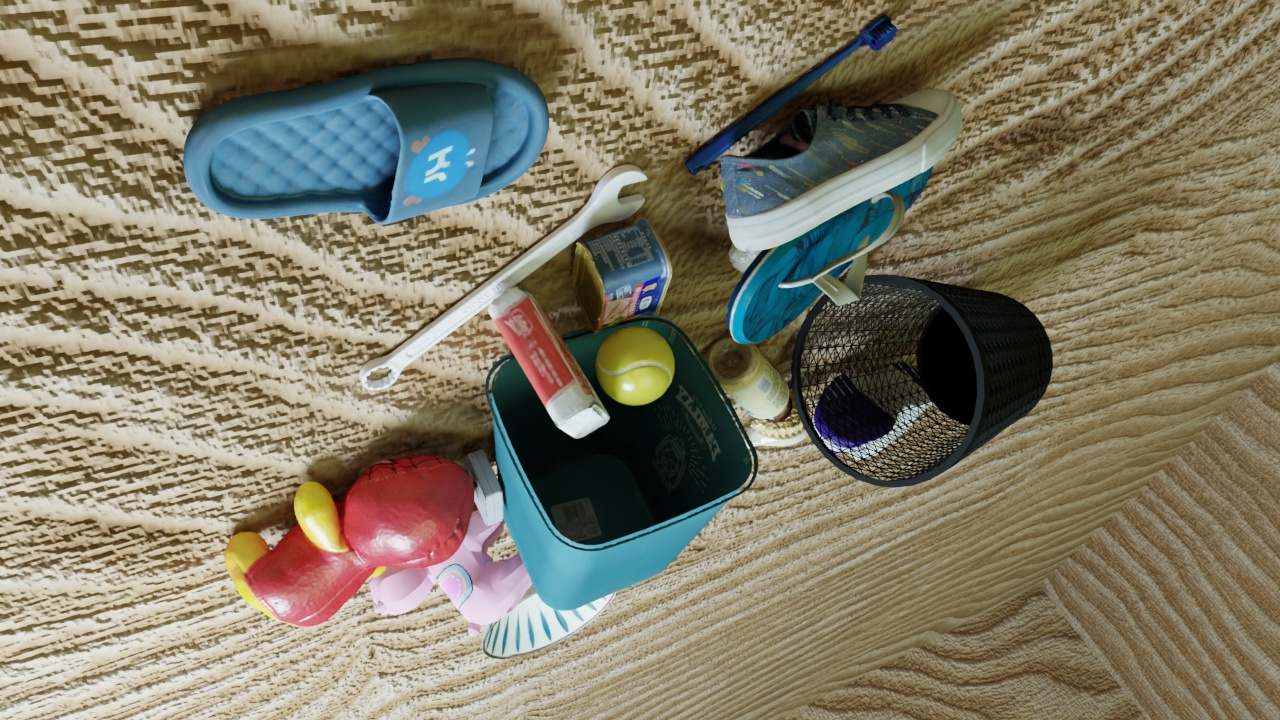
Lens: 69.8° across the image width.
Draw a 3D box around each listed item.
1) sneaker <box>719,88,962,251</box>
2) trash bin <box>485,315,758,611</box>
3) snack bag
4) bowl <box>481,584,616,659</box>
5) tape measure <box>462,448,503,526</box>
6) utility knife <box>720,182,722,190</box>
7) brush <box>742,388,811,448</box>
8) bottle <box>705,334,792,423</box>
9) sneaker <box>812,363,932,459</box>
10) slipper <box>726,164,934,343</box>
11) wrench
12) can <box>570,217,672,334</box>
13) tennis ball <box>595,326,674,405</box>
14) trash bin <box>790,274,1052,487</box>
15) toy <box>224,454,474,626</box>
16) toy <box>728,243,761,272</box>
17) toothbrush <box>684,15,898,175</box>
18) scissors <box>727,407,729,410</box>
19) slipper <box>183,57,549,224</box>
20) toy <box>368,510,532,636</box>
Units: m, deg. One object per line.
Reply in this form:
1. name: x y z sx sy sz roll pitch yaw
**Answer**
1. sneaker: 0.160 -0.172 0.724 0.235 0.087 0.079 -32 116 -19
2. trash bin: -0.036 0.110 0.852 0.198 0.196 0.219 -17 152 -23
3. snack bag: -0.071 0.003 0.717 0.036 0.116 0.077 -33 165 1
4. bowl: -0.121 0.282 1.111 0.177 0.071 0.178 -22 147 -16
5. tape measure: -0.150 0.117 0.867 0.020 0.060 0.062 -19 147 -22
6. utility knife: 0.144 -0.163 0.781 0.173 0.020 0.029 -17 147 -25
7. brush: 0.096 0.128 1.115 0.273 0.062 0.077 -39 132 18
8. bottle: 0.123 0.026 0.985 0.056 0.056 0.162 -38 148 8
9. sneaker: 0.272 0.079 1.154 0.243 0.092 0.111 -15 147 -45
10. slipper: 0.183 -0.095 0.791 0.294 0.060 0.118 -39 155 -27
11. wrench: -0.107 -0.061 0.708 0.273 0.009 0.047 -36 148 5
12. can: -0.017 -0.064 0.726 0.059 0.054 0.100 -21 162 -15
13. tennis ball: -0.004 0.004 0.755 0.065 0.065 0.065 -23 147 -16
14. trash bin: 0.328 0.010 1.016 0.242 0.217 0.218 -8 141 -45
15. toy: -0.243 0.158 0.813 0.216 0.098 0.147 -27 156 0
16. toy: 0.118 -0.108 0.802 0.087 0.050 0.112 -26 169 -3
17. toothbrush: 0.115 -0.201 0.703 0.190 0.017 0.016 -35 148 5
18. scissors: 0.048 0.092 1.056 0.132 0.014 0.128 4 137 -51
19. slipper: -0.152 -0.118 0.544 0.213 0.059 0.104 -14 146 -25
20. toy: -0.189 0.221 0.933 0.157 0.123 0.067 -35 165 -14
